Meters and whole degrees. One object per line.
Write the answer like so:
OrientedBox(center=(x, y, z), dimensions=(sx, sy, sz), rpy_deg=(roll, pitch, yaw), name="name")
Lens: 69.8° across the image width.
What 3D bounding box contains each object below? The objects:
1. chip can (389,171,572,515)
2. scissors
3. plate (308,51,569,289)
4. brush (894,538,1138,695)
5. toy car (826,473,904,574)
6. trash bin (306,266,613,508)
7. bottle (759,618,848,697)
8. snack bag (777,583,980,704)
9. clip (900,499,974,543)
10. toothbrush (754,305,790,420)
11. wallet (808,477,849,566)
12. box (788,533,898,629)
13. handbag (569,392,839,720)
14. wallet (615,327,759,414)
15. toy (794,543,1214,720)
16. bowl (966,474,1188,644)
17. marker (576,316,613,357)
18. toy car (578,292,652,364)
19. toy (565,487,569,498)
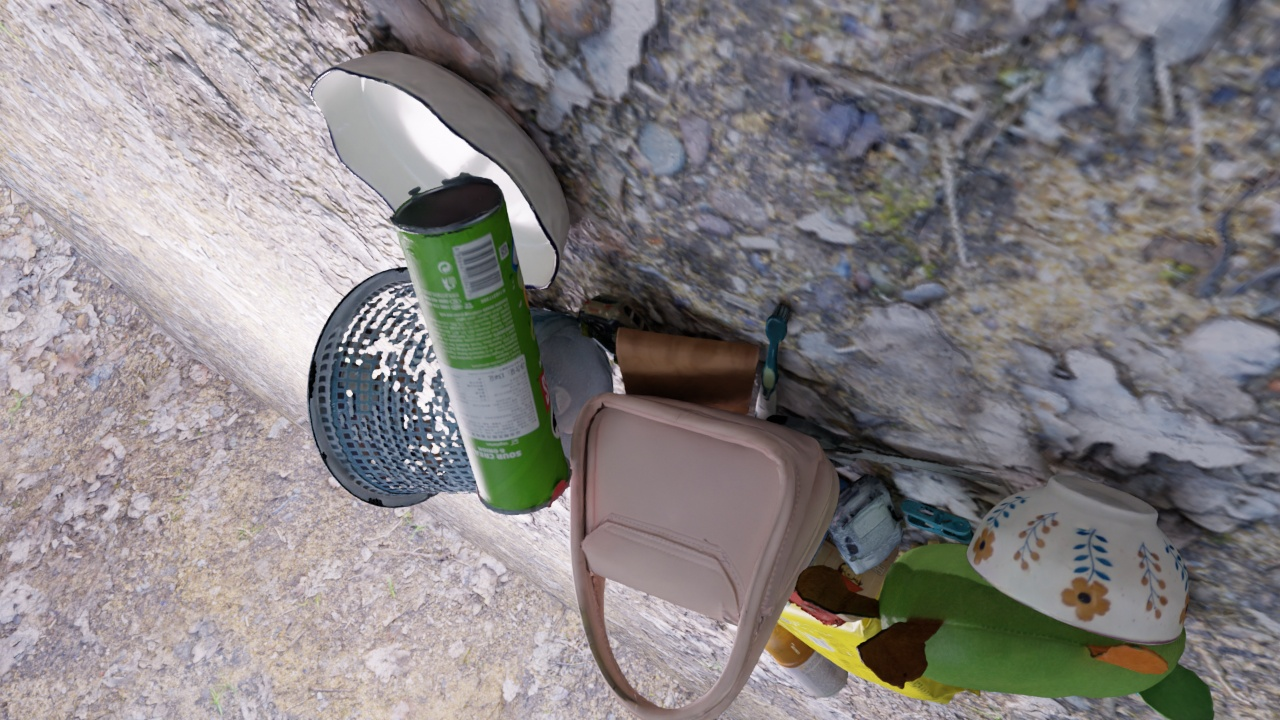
OrientedBox(center=(-0.099, -0.002, 0.608), dimensions=(0.072, 0.072, 0.236), rpy_deg=(21, 137, 33), name="chip can")
OrientedBox(center=(0.161, 0.064, 0.648), dimensions=(0.145, 0.014, 0.173), rpy_deg=(27, 164, -7), name="scissors")
OrientedBox(center=(-0.133, -0.132, 0.644), dimensions=(0.205, 0.045, 0.205), rpy_deg=(31, 160, 12), name="plate")
OrientedBox(center=(0.317, 0.218, 0.728), dimensions=(0.255, 0.045, 0.083), rpy_deg=(28, 155, 9), name="brush")
OrientedBox(center=(0.176, 0.132, 0.715), dimensions=(0.037, 0.054, 0.121), rpy_deg=(47, 175, 39), name="toy car")
OrientedBox(center=(-0.140, 0.031, 0.812), dimensions=(0.195, 0.226, 0.226), rpy_deg=(4, 145, 33), name="trash bin")
OrientedBox(center=(0.199, 0.362, 1.172), dimensions=(0.068, 0.067, 0.189), rpy_deg=(8, 146, 51), name="bottle")
OrientedBox(center=(0.215, 0.274, 0.958), dimensions=(0.158, 0.068, 0.247), rpy_deg=(43, 159, -20), name="snack bag")
OrientedBox(center=(0.223, 0.122, 0.689), dimensions=(0.056, 0.014, 0.041), rpy_deg=(19, 154, 41), name="clip")
OrientedBox(center=(0.093, 0.010, 0.648), dimensions=(0.016, 0.018, 0.192), rpy_deg=(19, 158, 13), name="toothbrush")
OrientedBox(center=(0.090, 0.112, 0.746), dimensions=(0.133, 0.106, 0.040), rpy_deg=(32, 174, 8), name="wallet")
OrientedBox(center=(0.126, 0.157, 0.807), dimensions=(0.168, 0.091, 0.079), rpy_deg=(33, 157, 7), name="box")
OrientedBox(center=(0.027, 0.148, 0.666), dimensions=(0.194, 0.234, 0.093), rpy_deg=(11, 177, 38), name="handbag")
OrientedBox(center=(0.034, 0.011, 0.685), dimensions=(0.101, 0.020, 0.115), rpy_deg=(8, 158, 6), name="wallet")
OrientedBox(center=(0.230, 0.164, 0.574), dimensions=(0.246, 0.090, 0.227), rpy_deg=(8, 178, -12), name="toy")
OrientedBox(center=(0.248, 0.102, 0.511), dimensions=(0.113, 0.062, 0.113), rpy_deg=(12, -168, -3), name="bowl")
OrientedBox(center=(-0.005, 0.005, 0.777), dimensions=(0.130, 0.018, 0.022), rpy_deg=(43, -158, -23), name="marker")
OrientedBox(center=(-0.010, -0.018, 0.715), dimensions=(0.042, 0.035, 0.090), rpy_deg=(19, 162, 38), name="toy car")
OrientedBox(center=(-0.020, 0.137, 0.956), dimensions=(0.138, 0.091, 0.356), rpy_deg=(46, 173, -7), name="toy")
